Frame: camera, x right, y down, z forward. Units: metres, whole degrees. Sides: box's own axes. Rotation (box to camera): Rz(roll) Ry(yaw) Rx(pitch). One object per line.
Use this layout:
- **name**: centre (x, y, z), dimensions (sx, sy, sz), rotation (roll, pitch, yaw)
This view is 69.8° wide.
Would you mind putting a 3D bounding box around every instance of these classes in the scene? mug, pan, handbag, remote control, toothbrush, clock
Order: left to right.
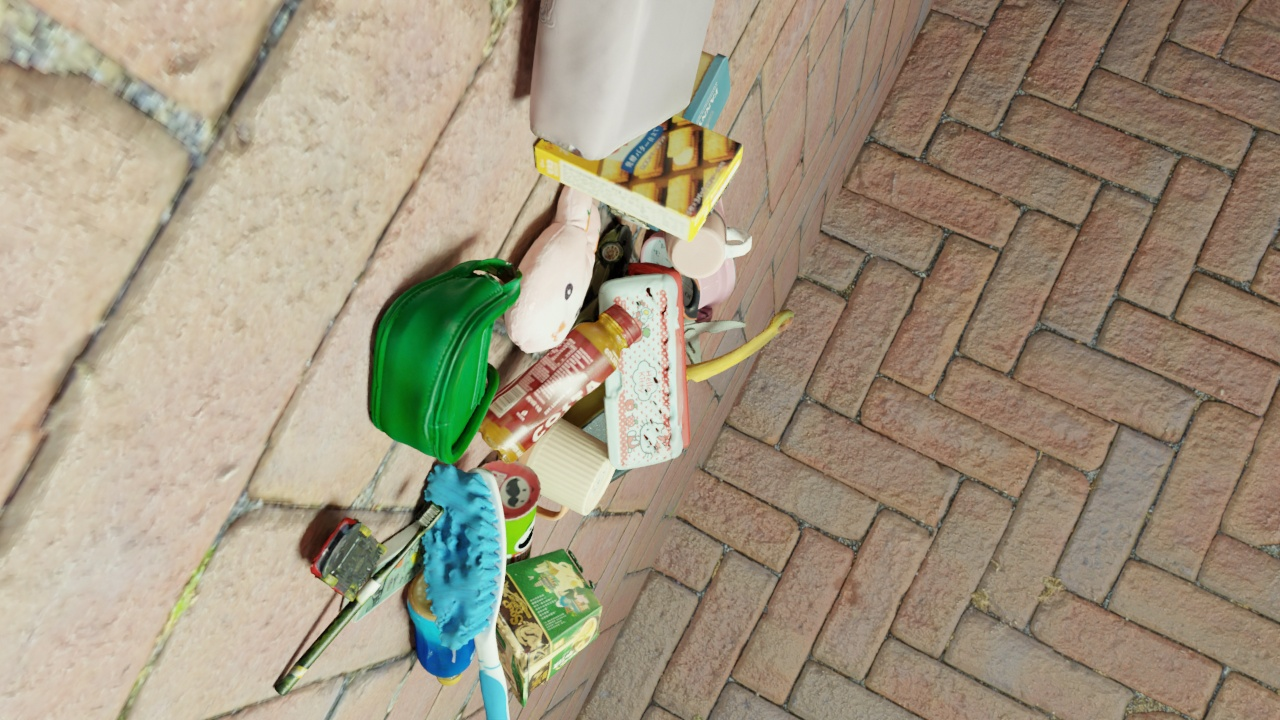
- **toothbrush**: centre (-0.223, 0.186, 0.728), dimensions (0.185, 0.012, 0.017), rotation (-50, 138, -14)
- **remote control**: centre (-0.211, 0.176, 0.807), dimensions (0.056, 0.019, 0.134), rotation (-69, 167, 19)
- **handbag**: centre (-0.133, -0.001, 0.657), dimensions (0.119, 0.068, 0.132), rotation (-52, 163, -47)
- **mug**: centre (-0.092, 0.120, 0.982), dimensions (0.081, 0.106, 0.115), rotation (-37, 150, -64)
- **handbag**: centre (-0.008, -0.250, 0.601), dimensions (0.144, 0.098, 0.197), rotation (-53, 165, -46)
- **pan**: centre (0.029, 0.045, 1.083), dimensions (0.358, 0.078, 0.197), rotation (-45, 154, 13)
- **clock**: centre (0.050, -0.100, 1.112), dimensions (0.059, 0.117, 0.159), rotation (-31, 152, -29)

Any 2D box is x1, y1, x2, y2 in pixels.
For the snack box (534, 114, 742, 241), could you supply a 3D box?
- **snack box**: centre (-0.001, -0.157, 0.714), dimensions (0.086, 0.140, 0.034), rotation (-57, 165, -26)

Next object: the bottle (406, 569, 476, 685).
- **bottle**: centre (-0.204, 0.287, 0.956), dimensions (0.065, 0.065, 0.219), rotation (-54, 165, -38)

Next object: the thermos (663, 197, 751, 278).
- **thermos**: centre (0.066, -0.154, 0.973), dimensions (0.198, 0.087, 0.067), rotation (-91, 176, -60)

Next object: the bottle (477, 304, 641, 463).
- **bottle**: centre (-0.075, 0.018, 0.844), dimensions (0.174, 0.057, 0.057), rotation (-42, 163, -11)

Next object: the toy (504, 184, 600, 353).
- **toy**: centre (-0.071, -0.081, 0.799), dimensions (0.121, 0.054, 0.159), rotation (67, 42, -75)

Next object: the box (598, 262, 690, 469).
- **box**: centre (-0.006, 0.006, 0.939), dimensions (0.101, 0.095, 0.202), rotation (-15, 111, -30)

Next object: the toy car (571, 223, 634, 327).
- **toy car**: centre (-0.040, -0.068, 0.960), dimensions (0.070, 0.042, 0.158), rotation (51, 54, -72)

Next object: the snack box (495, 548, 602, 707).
- **snack box**: centre (-0.104, 0.266, 0.949), dimensions (0.105, 0.118, 0.118), rotation (-23, 147, -25)

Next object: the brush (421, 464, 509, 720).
- **brush**: centre (-0.148, 0.248, 0.837), dimensions (0.109, 0.060, 0.314), rotation (8, 80, -76)

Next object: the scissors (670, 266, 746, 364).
- **scissors**: centre (0.046, -0.042, 1.068), dimensions (0.222, 0.015, 0.189), rotation (-12, 143, -32)

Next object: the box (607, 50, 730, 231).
- **box**: centre (0.028, -0.223, 0.894), dimensions (0.184, 0.062, 0.090), rotation (-62, 168, -3)

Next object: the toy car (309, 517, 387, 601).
- **toy car**: centre (-0.219, 0.145, 0.680), dimensions (0.049, 0.031, 0.106), rotation (-60, 174, -22)

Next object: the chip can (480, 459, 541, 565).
- **chip can**: centre (-0.152, 0.202, 0.985), dimensions (0.072, 0.072, 0.237), rotation (-53, 164, -40)
